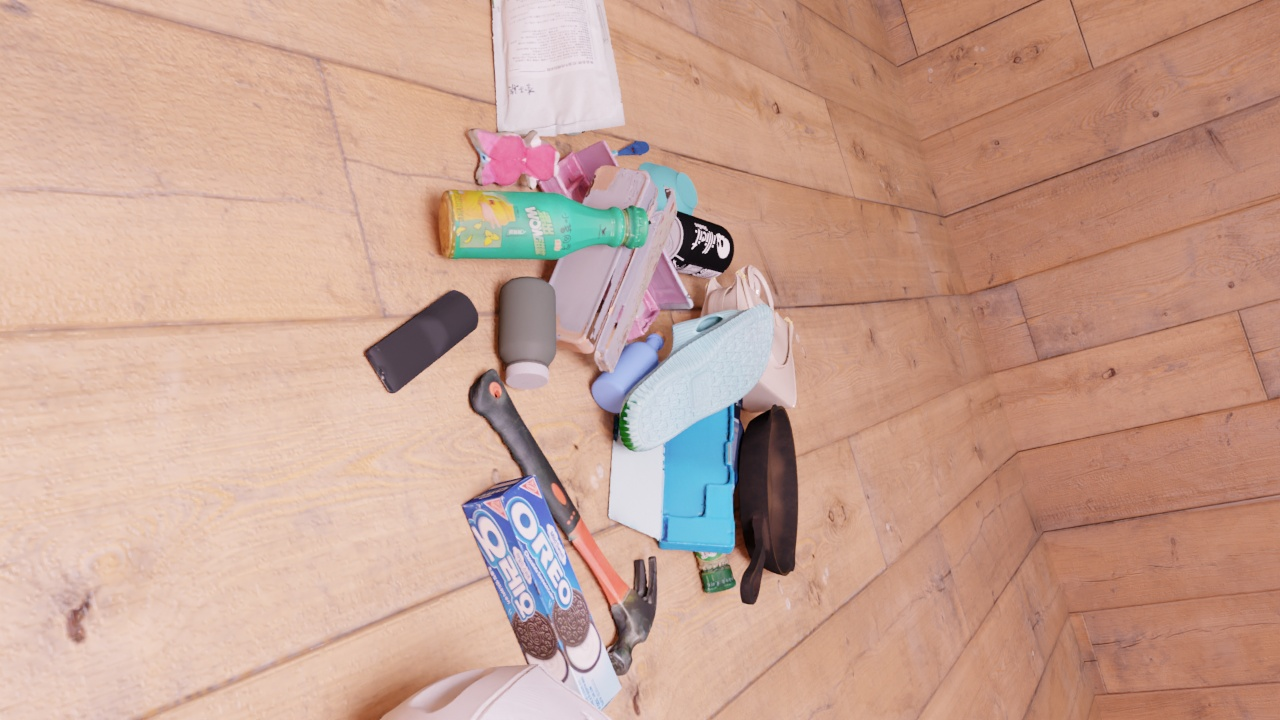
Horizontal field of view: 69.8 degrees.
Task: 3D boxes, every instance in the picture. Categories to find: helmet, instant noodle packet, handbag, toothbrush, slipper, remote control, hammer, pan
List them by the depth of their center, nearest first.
[{"bbox_3d":[-0.091,0.351,0.666,0.282,0.184,0.223,40,48,-30],"label":"helmet"},{"bbox_3d":[-0.198,-0.021,0.852,0.045,0.021,0.140,61,34,-14],"label":"remote control"},{"bbox_3d":[-0.077,0.155,0.941,0.333,0.033,0.132,59,35,-17],"label":"hammer"},{"bbox_3d":[-0.106,-0.385,1.096,0.057,0.147,0.269,85,-2,-72],"label":"instant noodle packet"},{"bbox_3d":[0.062,0.016,1.097,0.275,0.070,0.116,-32,125,-35],"label":"slipper"},{"bbox_3d":[0.157,0.200,1.192,0.355,0.043,0.249,-53,136,-62],"label":"pan"},{"bbox_3d":[-0.016,-0.292,1.279,0.132,0.016,0.021,-35,106,-57],"label":"toothbrush"},{"bbox_3d":[0.155,-0.048,1.316,0.194,0.101,0.197,35,54,-48],"label":"handbag"}]

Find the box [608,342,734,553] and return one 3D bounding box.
[{"bbox_3d":[0.035,0.107,1.124,0.174,0.064,0.243,16,56,-19],"label":"box"}]

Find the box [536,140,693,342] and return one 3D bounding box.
[{"bbox_3d":[-0.020,-0.151,1.113,0.232,0.099,0.099,61,26,-15],"label":"box"}]

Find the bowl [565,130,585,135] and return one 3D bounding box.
[{"bbox_3d":[-0.089,-0.379,1.163,0.174,0.068,0.174,29,51,-44],"label":"bowl"}]

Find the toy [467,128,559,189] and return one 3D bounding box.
[{"bbox_3d":[-0.143,-0.223,1.019,0.102,0.050,0.065,-4,98,-29],"label":"toy"}]

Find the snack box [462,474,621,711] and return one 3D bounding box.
[{"bbox_3d":[-0.090,0.223,0.857,0.059,0.060,0.226,-26,97,-54],"label":"snack box"}]

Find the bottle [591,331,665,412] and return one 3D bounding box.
[{"bbox_3d":[-0.006,0.006,1.089,0.048,0.048,0.130,59,43,-19],"label":"bottle"}]

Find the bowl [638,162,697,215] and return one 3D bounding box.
[{"bbox_3d":[0.048,-0.236,1.319,0.121,0.046,0.121,32,49,-46],"label":"bowl"}]

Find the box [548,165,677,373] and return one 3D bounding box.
[{"bbox_3d":[-0.040,-0.106,1.023,0.095,0.108,0.216,110,1,-77],"label":"box"}]

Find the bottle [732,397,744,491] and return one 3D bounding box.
[{"bbox_3d":[0.109,0.106,1.226,0.056,0.056,0.160,48,38,-33],"label":"bottle"}]

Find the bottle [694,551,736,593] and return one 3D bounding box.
[{"bbox_3d":[0.086,0.231,1.140,0.042,0.043,0.110,-1,75,-57],"label":"bottle"}]

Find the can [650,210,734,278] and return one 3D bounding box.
[{"bbox_3d":[0.065,-0.160,1.273,0.145,0.080,0.080,4,71,-56],"label":"can"}]

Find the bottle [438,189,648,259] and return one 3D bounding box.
[{"bbox_3d":[-0.095,-0.136,0.929,0.209,0.068,0.068,-2,73,-22],"label":"bottle"}]

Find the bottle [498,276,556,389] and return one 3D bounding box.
[{"bbox_3d":[-0.116,-0.028,0.944,0.060,0.060,0.108,27,52,-48],"label":"bottle"}]
